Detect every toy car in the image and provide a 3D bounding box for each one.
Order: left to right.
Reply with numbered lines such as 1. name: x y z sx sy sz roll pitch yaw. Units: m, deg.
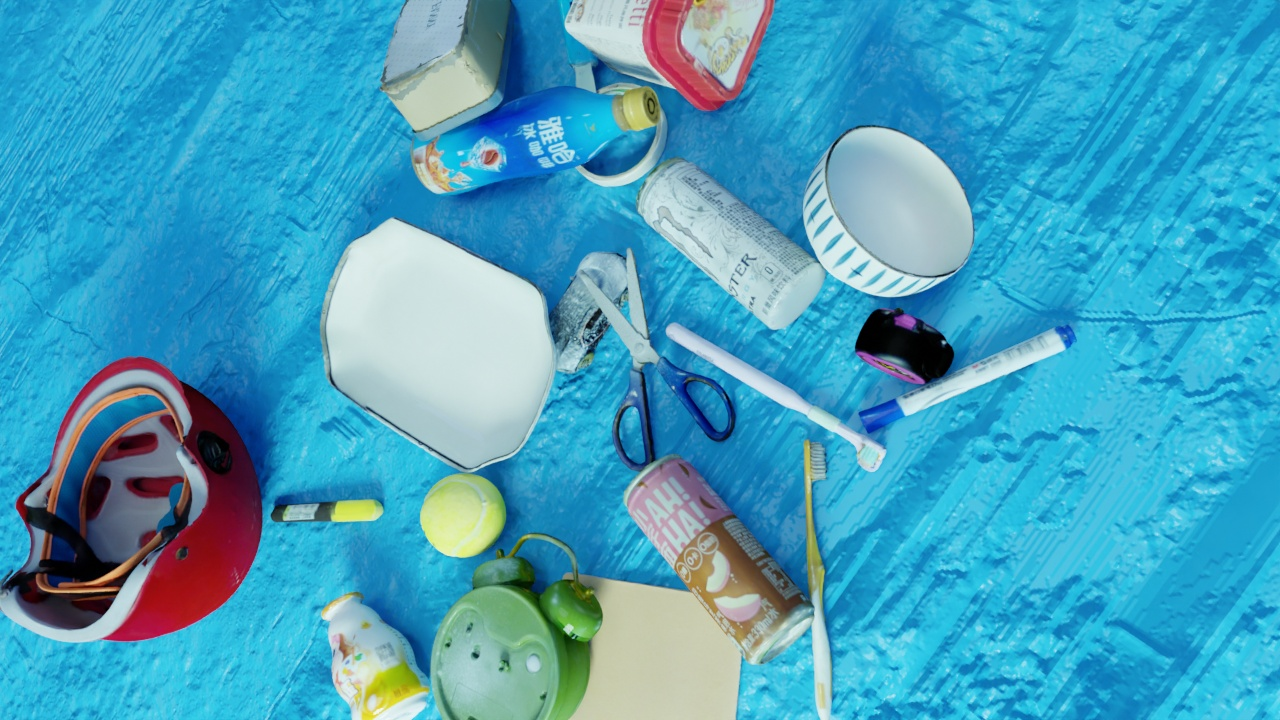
1. toy car: -0.045 -0.040 0.727 0.049 0.031 0.105 34 93 24

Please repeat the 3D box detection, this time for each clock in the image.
1. clock: -0.088 0.208 0.675 0.116 0.056 0.161 15 87 32

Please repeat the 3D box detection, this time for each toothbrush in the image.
1. toothbrush: 0.092 0.021 0.664 0.189 0.029 0.021 33 53 27
2. toothbrush: 0.124 0.149 0.627 0.018 0.016 0.191 -4 77 14

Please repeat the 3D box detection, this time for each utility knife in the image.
1. utility knife: -0.054 -0.292 0.783 0.034 0.018 0.187 -16 71 21

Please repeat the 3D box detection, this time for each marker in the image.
1. marker: -0.276 0.133 0.802 0.124 0.015 0.018 -7 76 25
2. marker: 0.216 0.013 0.613 0.146 0.017 0.017 -26 70 17

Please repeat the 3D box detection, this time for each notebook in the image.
1. notebook: -0.003 0.267 0.661 0.148 0.008 0.207 2 80 24

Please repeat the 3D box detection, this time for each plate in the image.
1. plate: -0.166 -0.016 0.759 0.266 0.034 0.162 25 97 31

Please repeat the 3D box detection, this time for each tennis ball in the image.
1. tennis ball: -0.138 0.121 0.716 0.066 0.065 0.065 -5 78 22

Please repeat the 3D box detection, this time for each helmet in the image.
1. helmet: -0.417 0.129 0.796 0.207 0.144 0.239 -19 59 18

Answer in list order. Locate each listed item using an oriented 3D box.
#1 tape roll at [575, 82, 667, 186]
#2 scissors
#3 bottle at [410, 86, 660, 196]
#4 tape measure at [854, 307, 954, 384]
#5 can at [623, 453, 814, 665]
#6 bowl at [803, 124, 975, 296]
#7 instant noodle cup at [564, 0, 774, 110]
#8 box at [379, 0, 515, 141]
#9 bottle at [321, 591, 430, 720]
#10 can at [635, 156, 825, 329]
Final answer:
1. tape roll: -0.020 -0.186 0.755 0.086 0.014 0.085 -5 78 23
2. scissors: 0.010 0.003 0.689 0.161 0.012 0.163 16 97 17
3. bottle: -0.085 -0.182 0.740 0.219 0.065 0.065 -5 77 29
4. tape measure: 0.175 -0.011 0.612 0.058 0.057 0.039 26 89 2
5. can: 0.052 0.134 0.631 0.058 0.058 0.147 -47 62 8
6. bowl: 0.158 -0.092 0.620 0.066 0.116 0.116 -48 55 57
7. instant noodle cup: 0.018 -0.267 0.707 0.124 0.116 0.116 20 88 37
8. box: -0.158 -0.261 0.765 0.090 0.061 0.184 -18 48 20
9. bottle: -0.214 0.238 0.727 0.063 0.063 0.108 -41 67 11
10. can: 0.065 -0.088 0.675 0.147 0.058 0.058 43 98 24
